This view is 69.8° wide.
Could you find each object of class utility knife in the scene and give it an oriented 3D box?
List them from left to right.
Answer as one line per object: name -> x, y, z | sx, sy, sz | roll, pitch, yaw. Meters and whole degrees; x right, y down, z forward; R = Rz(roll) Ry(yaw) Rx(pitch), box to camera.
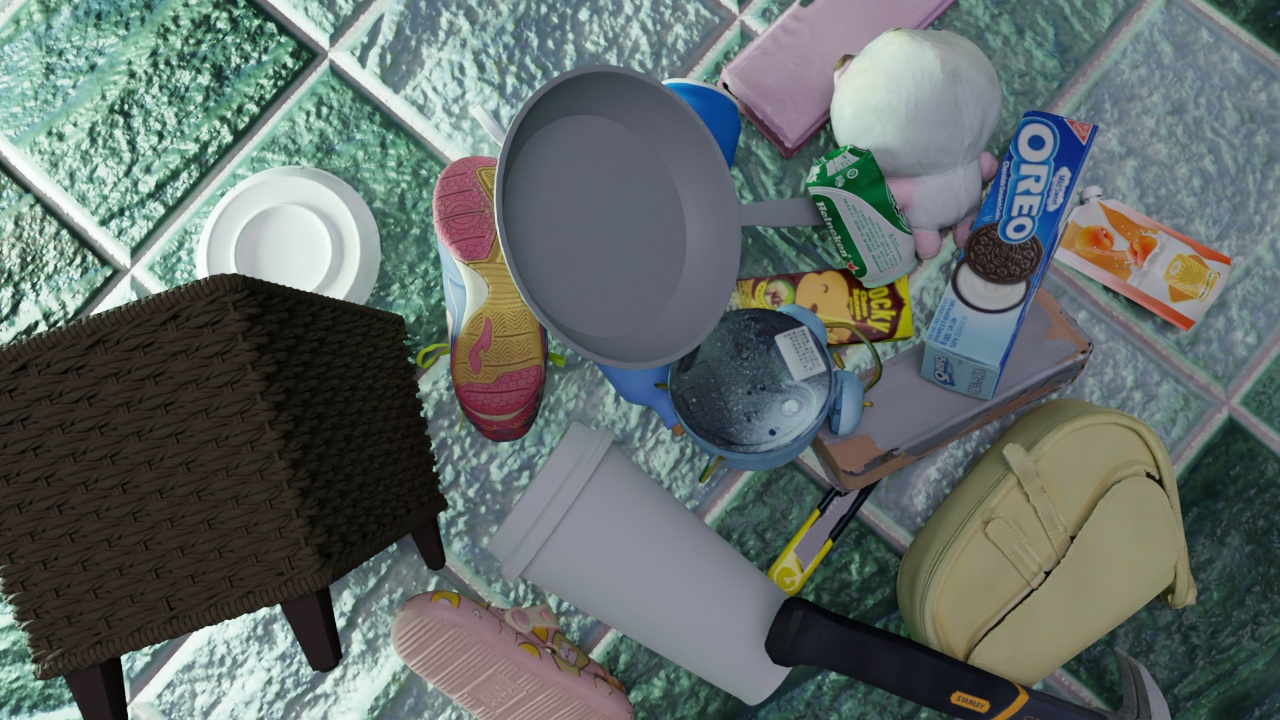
utility knife -> 0.170, 0.094, 0.719 | 0.029, 0.020, 0.213 | 37, 83, 6

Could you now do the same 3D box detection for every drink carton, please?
drink carton -> 0.391, -0.083, 0.724 | 0.122, 0.039, 0.069 | 32, 86, 12

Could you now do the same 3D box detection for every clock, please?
clock -> 0.097, 0.017, 0.667 | 0.162, 0.060, 0.118 | -21, 59, -1

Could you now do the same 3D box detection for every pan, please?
pan -> 0.049, -0.103, 0.660 | 0.355, 0.051, 0.201 | -8, 92, -37

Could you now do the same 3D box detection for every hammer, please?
hammer -> 0.226, 0.234, 0.625 | 0.312, 0.035, 0.139 | 22, 96, -13

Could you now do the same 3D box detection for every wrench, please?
wrench -> -0.051, -0.105, 0.741 | 0.009, 0.047, 0.273 | -39, 85, 5

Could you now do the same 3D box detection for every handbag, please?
handbag -> 0.294, 0.149, 0.672 | 0.233, 0.088, 0.191 | -37, 89, -1

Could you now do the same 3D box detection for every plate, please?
plate -> -0.295, -0.088, 0.764 | 0.157, 0.014, 0.157 | 0, 84, 2

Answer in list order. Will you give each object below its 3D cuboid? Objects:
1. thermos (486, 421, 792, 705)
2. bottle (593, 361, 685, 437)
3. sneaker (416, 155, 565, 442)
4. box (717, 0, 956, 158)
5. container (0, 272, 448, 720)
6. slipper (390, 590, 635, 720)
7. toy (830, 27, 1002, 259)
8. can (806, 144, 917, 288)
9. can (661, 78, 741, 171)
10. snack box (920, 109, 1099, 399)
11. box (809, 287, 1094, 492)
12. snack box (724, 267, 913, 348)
thermos -> 0.010, 0.153, 0.673 | 0.222, 0.131, 0.131 | 35, 86, -2
bottle -> -0.004, 0.004, 0.722 | 0.048, 0.048, 0.131 | -38, 83, -2
sneaker -> -0.124, -0.050, 0.727 | 0.116, 0.091, 0.241 | -7, 64, -4
box -> 0.175, -0.276, 0.755 | 0.233, 0.037, 0.098 | -45, 88, -3
container -> -0.247, 0.082, 0.597 | 0.176, 0.321, 0.205 | -18, 89, 0
slipper -> -0.092, 0.222, 0.685 | 0.197, 0.081, 0.093 | 35, 119, -15
toy -> 0.223, -0.169, 0.713 | 0.138, 0.101, 0.179 | -22, 107, -15
can -> 0.165, -0.108, 0.684 | 0.053, 0.053, 0.101 | -31, 105, -1
can -> 0.027, -0.138, 0.722 | 0.079, 0.079, 0.146 | 15, 84, 4
snack box -> 0.275, -0.082, 0.684 | 0.059, 0.059, 0.226 | 22, 70, 23
box -> 0.230, 0.022, 0.698 | 0.216, 0.063, 0.081 | -26, 62, -4
snack box -> 0.138, -0.040, 0.732 | 0.149, 0.025, 0.061 | -5, 84, 2
